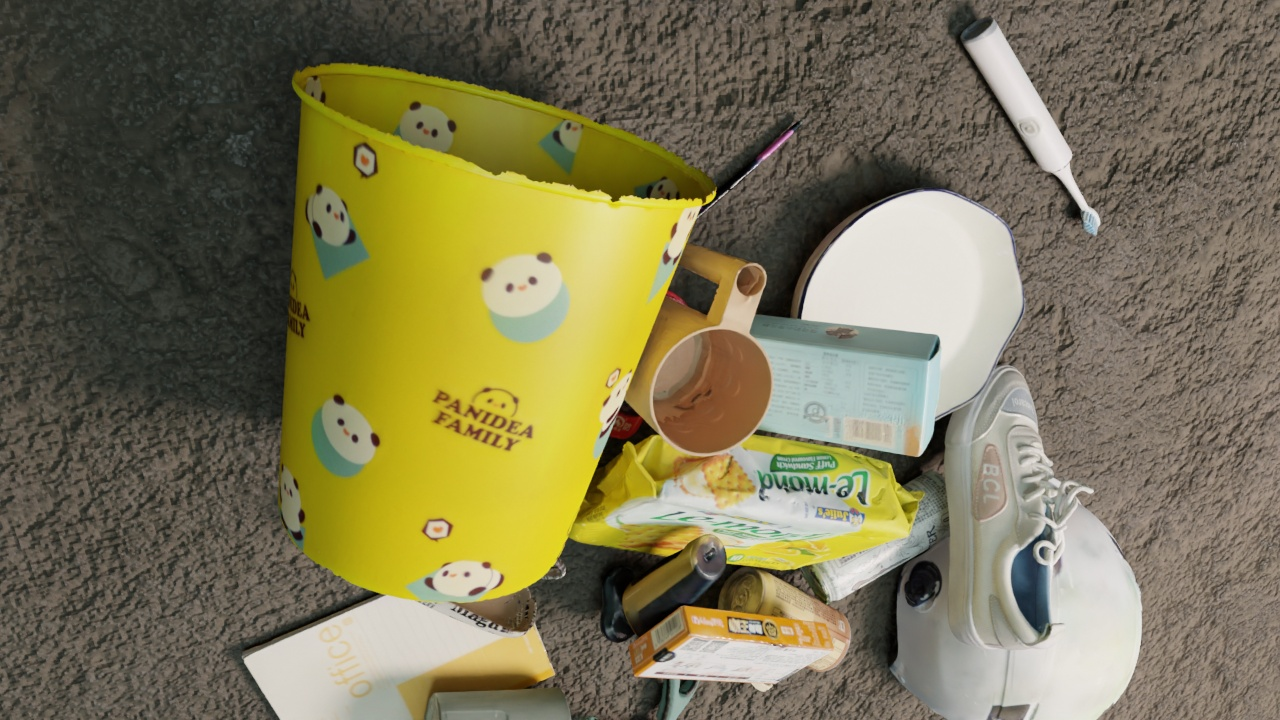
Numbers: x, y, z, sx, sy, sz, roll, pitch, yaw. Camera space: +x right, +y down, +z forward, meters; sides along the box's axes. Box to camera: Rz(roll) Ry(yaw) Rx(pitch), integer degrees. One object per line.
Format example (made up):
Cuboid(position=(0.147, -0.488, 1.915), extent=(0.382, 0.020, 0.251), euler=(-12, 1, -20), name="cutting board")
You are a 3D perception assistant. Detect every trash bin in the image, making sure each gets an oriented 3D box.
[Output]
Cuboid(position=(-0.102, -0.015, 0.543), extent=(0.229, 0.229, 0.256), euler=(8, 113, -22), name="trash bin")

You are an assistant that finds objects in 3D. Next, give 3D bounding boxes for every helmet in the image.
Cuboid(position=(0.366, 0.249, 0.851), extent=(0.228, 0.146, 0.259), euler=(8, 107, -23), name="helmet")

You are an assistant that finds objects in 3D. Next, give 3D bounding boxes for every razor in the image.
Cuboid(position=(0.016, 0.172, 0.706), extent=(0.062, 0.168, 0.067), euler=(-28, 76, -35), name="razor")

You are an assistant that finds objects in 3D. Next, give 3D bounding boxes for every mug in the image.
Cuboid(position=(0.032, -0.013, 0.602), extent=(0.084, 0.103, 0.125), euler=(12, 100, -24), name="mug")
Cuboid(position=(-0.111, 0.317, 0.713), extent=(0.103, 0.123, 0.084), euler=(8, 128, -22), name="mug")

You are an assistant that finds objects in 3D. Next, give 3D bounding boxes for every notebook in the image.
Cuboid(position=(-0.184, 0.241, 0.728), extent=(0.206, 0.010, 0.146), euler=(-21, 117, -11), name="notebook")

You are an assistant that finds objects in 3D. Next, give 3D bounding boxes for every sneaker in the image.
Cuboid(position=(0.312, 0.116, 0.757), extent=(0.089, 0.091, 0.242), euler=(18, 72, -32), name="sneaker")

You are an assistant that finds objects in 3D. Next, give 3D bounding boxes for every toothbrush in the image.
Cuboid(position=(0.318, -0.179, 0.730), extent=(0.221, 0.027, 0.026), euler=(44, 59, -29), name="toothbrush")
Cuboid(position=(0.046, -0.113, 0.667), extent=(0.189, 0.014, 0.018), euler=(-43, 106, 0), name="toothbrush")

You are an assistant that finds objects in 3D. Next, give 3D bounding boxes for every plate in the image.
Cuboid(position=(0.209, -0.039, 0.736), extent=(0.204, 0.045, 0.205), euler=(-6, 112, -17), name="plate")

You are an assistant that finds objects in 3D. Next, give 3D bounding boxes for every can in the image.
Cuboid(position=(0.128, 0.228, 0.807), extent=(0.116, 0.058, 0.058), euler=(33, 97, -28), name="can")
Cuboid(position=(0.211, 0.155, 0.807), extent=(0.146, 0.058, 0.058), euler=(-28, 117, -8), name="can")

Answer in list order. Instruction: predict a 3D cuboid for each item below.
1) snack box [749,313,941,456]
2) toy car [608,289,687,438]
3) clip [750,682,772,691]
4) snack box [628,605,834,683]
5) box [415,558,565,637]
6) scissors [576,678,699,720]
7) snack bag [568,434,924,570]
Cuboid(position=(0.125, 0.013, 0.668), extent=(0.175, 0.051, 0.074), euler=(8, 115, 23), name="snack box")
Cuboid(position=(-0.004, 0.004, 0.679), extent=(0.053, 0.045, 0.121), euler=(20, 105, -24), name="toy car")
Cuboid(position=(0.098, 0.266, 0.817), extent=(0.034, 0.066, 0.099), euler=(-46, 129, 2), name="clip")
Cuboid(position=(0.073, 0.227, 0.722), extent=(0.153, 0.026, 0.075), euler=(16, 134, -33), name="snack box")
Cuboid(position=(-0.139, 0.146, 0.663), extent=(0.163, 0.076, 0.087), euler=(31, 68, -22), name="box")
Cuboid(position=(0.010, 0.300, 0.800), extent=(0.170, 0.019, 0.181), euler=(32, 86, -44), name="scissors")
Cuboid(position=(0.067, 0.105, 0.694), extent=(0.246, 0.158, 0.068), euler=(12, 64, -24), name="snack bag")
